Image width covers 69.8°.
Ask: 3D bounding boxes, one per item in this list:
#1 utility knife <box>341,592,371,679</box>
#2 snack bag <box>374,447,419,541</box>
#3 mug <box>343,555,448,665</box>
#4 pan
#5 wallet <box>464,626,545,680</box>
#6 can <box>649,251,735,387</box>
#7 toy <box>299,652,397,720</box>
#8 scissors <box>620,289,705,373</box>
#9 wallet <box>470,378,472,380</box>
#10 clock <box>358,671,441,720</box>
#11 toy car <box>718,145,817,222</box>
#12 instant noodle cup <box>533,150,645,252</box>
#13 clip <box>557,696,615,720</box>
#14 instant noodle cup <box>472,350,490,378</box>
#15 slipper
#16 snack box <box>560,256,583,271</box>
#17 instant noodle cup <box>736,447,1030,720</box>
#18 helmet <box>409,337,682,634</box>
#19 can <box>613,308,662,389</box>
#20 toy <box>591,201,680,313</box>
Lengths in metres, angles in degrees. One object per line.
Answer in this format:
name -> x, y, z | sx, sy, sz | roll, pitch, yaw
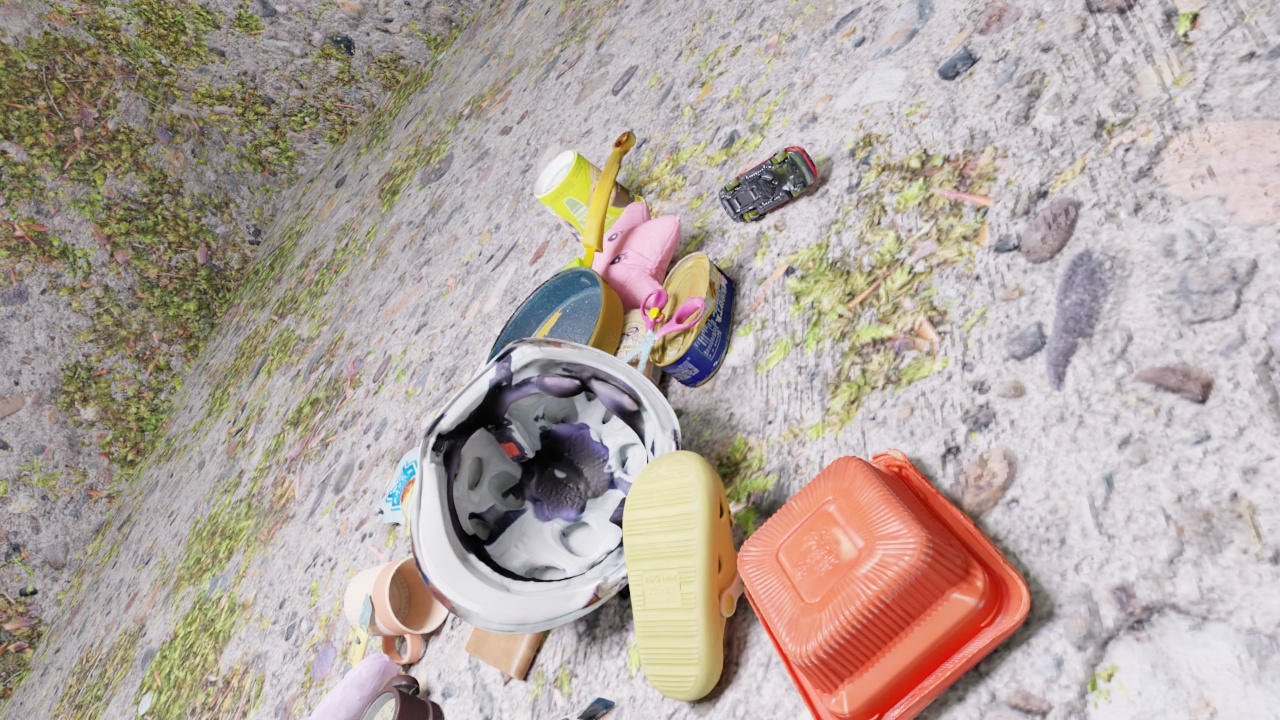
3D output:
utility knife -> -0.319, 0.340, 1.022 | 0.031, 0.020, 0.188 | 34, 109, 37
snack bag -> -0.295, 0.174, 1.208 | 0.191, 0.038, 0.110 | 10, 77, 57
mug -> -0.273, 0.283, 1.034 | 0.106, 0.081, 0.114 | -21, 72, 43
pan -> -0.074, -0.090, 1.022 | 0.198, 0.078, 0.357 | 13, 70, 55
wallet -> -0.127, 0.256, 0.916 | 0.115, 0.020, 0.101 | -2, 57, 55
can -> 0.055, -0.043, 0.956 | 0.075, 0.049, 0.147 | -23, 41, 39
toy -> -0.305, 0.360, 0.989 | 0.108, 0.084, 0.039 | -50, 54, -1
scissors -> 0.017, -0.026, 0.921 | 0.131, 0.017, 0.133 | -16, 45, 39
wallet -> -0.203, 0.033, 1.239 | 0.115, 0.033, 0.090 | -52, 30, -6
clock -> -0.248, 0.367, 0.924 | 0.082, 0.055, 0.122 | -52, 29, 1
toy car -> 0.139, -0.193, 0.996 | 0.121, 0.053, 0.045 | -20, 18, 48
instant noodle cup -> -0.074, -0.214, 1.231 | 0.112, 0.123, 0.111 | -33, 35, 27
clip -> -0.047, 0.298, 0.761 | 0.058, 0.027, 0.045 | -34, 42, 33
instant noodle cup -> -0.154, 0.049, 1.126 | 0.174, 0.060, 0.137 | 11, 67, 55
slipper -> 0.040, 0.168, 0.731 | 0.092, 0.081, 0.190 | -9, 77, 39
snack box -> -0.098, -0.066, 1.204 | 0.086, 0.026, 0.156 | -40, 32, 19
instant noodle cup -> 0.142, 0.143, 0.619 | 0.164, 0.079, 0.188 | -46, 29, 7
helmet -> -0.081, 0.115, 0.844 | 0.258, 0.229, 0.146 | -62, -9, -5
can -> -0.006, 0.006, 0.976 | 0.059, 0.058, 0.116 | -23, 41, 39
toy -> -0.008, -0.119, 1.088 | 0.179, 0.074, 0.194 | -41, 36, 34
